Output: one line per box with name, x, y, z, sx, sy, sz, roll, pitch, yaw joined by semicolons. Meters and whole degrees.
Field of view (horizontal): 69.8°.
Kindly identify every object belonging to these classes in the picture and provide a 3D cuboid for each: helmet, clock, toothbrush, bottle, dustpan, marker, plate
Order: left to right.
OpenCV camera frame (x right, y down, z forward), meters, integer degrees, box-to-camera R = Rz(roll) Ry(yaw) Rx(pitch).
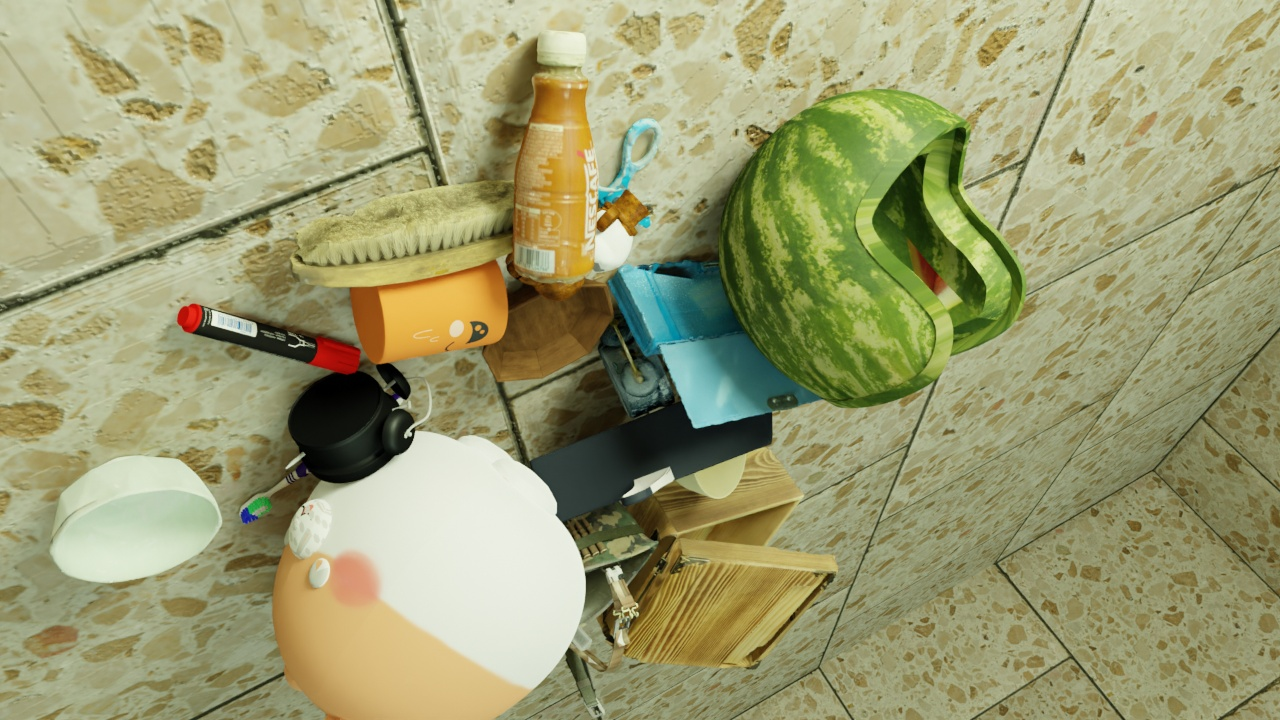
marker;-0.273;-0.016;0.686;0.145;0.021;0.023;22;96;-54
toothbrush;-0.286;0.087;0.821;0.187;0.016;0.015;-36;149;4
clock;-0.228;0.047;0.748;0.120;0.091;0.043;-17;137;-1
plate;-0.086;-0.032;0.825;0.131;0.025;0.131;-25;151;-15
bottle;-0.058;-0.139;0.636;0.059;0.059;0.167;-10;116;-33
helmet;-0.079;0.252;1.016;0.223;0.236;0.193;-31;159;-40
clock;-0.005;0.005;0.895;0.052;0.090;0.129;-24;154;-5
dustpan;0.016;0.096;0.913;0.236;0.080;0.273;-22;170;13
helmet;0.181;-0.096;0.785;0.244;0.247;0.212;-16;-175;46

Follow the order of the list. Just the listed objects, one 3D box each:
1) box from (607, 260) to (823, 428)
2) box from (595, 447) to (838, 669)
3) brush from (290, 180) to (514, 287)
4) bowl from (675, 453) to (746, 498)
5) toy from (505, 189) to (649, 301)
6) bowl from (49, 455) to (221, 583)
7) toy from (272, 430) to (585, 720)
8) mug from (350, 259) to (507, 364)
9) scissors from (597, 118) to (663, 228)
box;0.099;-0.025;0.870;0.231;0.174;0.034;-8;150;-35
box;0.083;0.303;1.273;0.258;0.220;0.280;-7;142;-34
brush;-0.152;-0.092;0.654;0.195;0.059;0.043;-18;135;-31
bowl;0.065;0.104;1.101;0.074;0.118;0.117;-2;170;38
toy;-0.047;-0.093;0.734;0.112;0.067;0.087;-44;-178;3
bowl;-0.395;0.114;0.714;0.117;0.061;0.118;-24;148;-16
toy;-0.195;0.201;0.808;0.280;0.263;0.266;-52;127;-11
mug;-0.169;-0.040;0.710;0.095;0.077;0.113;-12;174;-32
scissors;-0.032;-0.136;0.752;0.127;0.012;0.138;-16;147;-26
